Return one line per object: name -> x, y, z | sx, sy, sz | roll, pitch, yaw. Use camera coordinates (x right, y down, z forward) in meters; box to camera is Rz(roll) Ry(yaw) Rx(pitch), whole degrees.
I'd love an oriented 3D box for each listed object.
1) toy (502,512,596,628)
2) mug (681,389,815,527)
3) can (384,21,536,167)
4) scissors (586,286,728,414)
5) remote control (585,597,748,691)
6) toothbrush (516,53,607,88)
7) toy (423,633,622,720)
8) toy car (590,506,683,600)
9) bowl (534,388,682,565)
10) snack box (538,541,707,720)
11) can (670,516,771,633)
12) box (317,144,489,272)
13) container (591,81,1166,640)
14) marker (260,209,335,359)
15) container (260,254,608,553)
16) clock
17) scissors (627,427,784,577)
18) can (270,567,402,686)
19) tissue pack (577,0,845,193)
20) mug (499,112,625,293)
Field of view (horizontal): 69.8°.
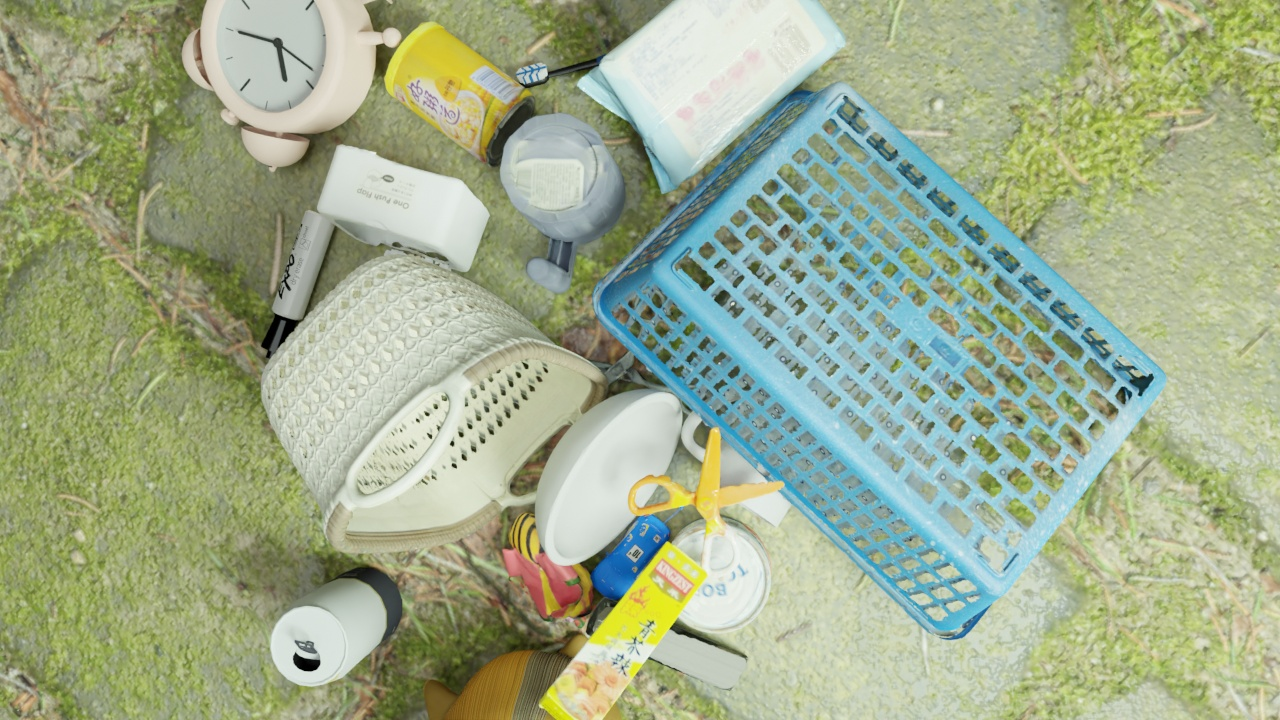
toy -> -0.072, 0.168, 0.720 | 0.046, 0.084, 0.103 | -32, 85, -29
mug -> 0.084, 0.060, 0.694 | 0.107, 0.071, 0.089 | 36, 84, -19
can -> -0.140, -0.208, 0.718 | 0.105, 0.067, 0.067 | 37, 93, 3
scissors -> -0.004, 0.014, 0.735 | 0.173, 0.014, 0.141 | 29, 97, 5
remote control -> 0.021, 0.221, 0.714 | 0.136, 0.013, 0.033 | 27, 93, -19
toothbrush -> -0.017, -0.245, 0.733 | 0.168, 0.014, 0.014 | -13, 56, 5
toy -> -0.086, 0.298, 0.651 | 0.198, 0.203, 0.162 | 20, 92, 4
toy car -> 0.000, 0.146, 0.710 | 0.033, 0.062, 0.092 | 41, 80, 3
bowl -> -0.031, 0.079, 0.682 | 0.043, 0.149, 0.149 | 33, 93, 26
snack box -> -0.009, 0.194, 0.644 | 0.040, 0.029, 0.147 | 39, 53, 8
can -> 0.059, 0.167, 0.717 | 0.086, 0.043, 0.086 | 0, 89, 7
box -> -0.192, -0.075, 0.715 | 0.109, 0.126, 0.136 | 19, 83, 6
container -> 0.178, -0.015, 0.646 | 0.362, 0.089, 0.256 | 43, 76, 3
marker -> -0.282, -0.060, 0.753 | 0.025, 0.025, 0.126 | 20, 92, 4
container -> -0.137, 0.032, 0.639 | 0.184, 0.246, 0.143 | -45, 73, 3
clock -> -0.276, -0.247, 0.733 | 0.161, 0.086, 0.131 | -39, 87, 13
scissors -> 0.050, 0.108, 0.666 | 0.126, 0.011, 0.127 | -17, 105, 30
can -> -0.231, 0.202, 0.700 | 0.064, 0.127, 0.064 | 0, 90, 5
tissue pack -> 0.054, -0.225, 0.694 | 0.182, 0.070, 0.112 | -39, 103, 7
mug -> -0.061, -0.115, 0.694 | 0.084, 0.104, 0.124 | 12, 91, 3
